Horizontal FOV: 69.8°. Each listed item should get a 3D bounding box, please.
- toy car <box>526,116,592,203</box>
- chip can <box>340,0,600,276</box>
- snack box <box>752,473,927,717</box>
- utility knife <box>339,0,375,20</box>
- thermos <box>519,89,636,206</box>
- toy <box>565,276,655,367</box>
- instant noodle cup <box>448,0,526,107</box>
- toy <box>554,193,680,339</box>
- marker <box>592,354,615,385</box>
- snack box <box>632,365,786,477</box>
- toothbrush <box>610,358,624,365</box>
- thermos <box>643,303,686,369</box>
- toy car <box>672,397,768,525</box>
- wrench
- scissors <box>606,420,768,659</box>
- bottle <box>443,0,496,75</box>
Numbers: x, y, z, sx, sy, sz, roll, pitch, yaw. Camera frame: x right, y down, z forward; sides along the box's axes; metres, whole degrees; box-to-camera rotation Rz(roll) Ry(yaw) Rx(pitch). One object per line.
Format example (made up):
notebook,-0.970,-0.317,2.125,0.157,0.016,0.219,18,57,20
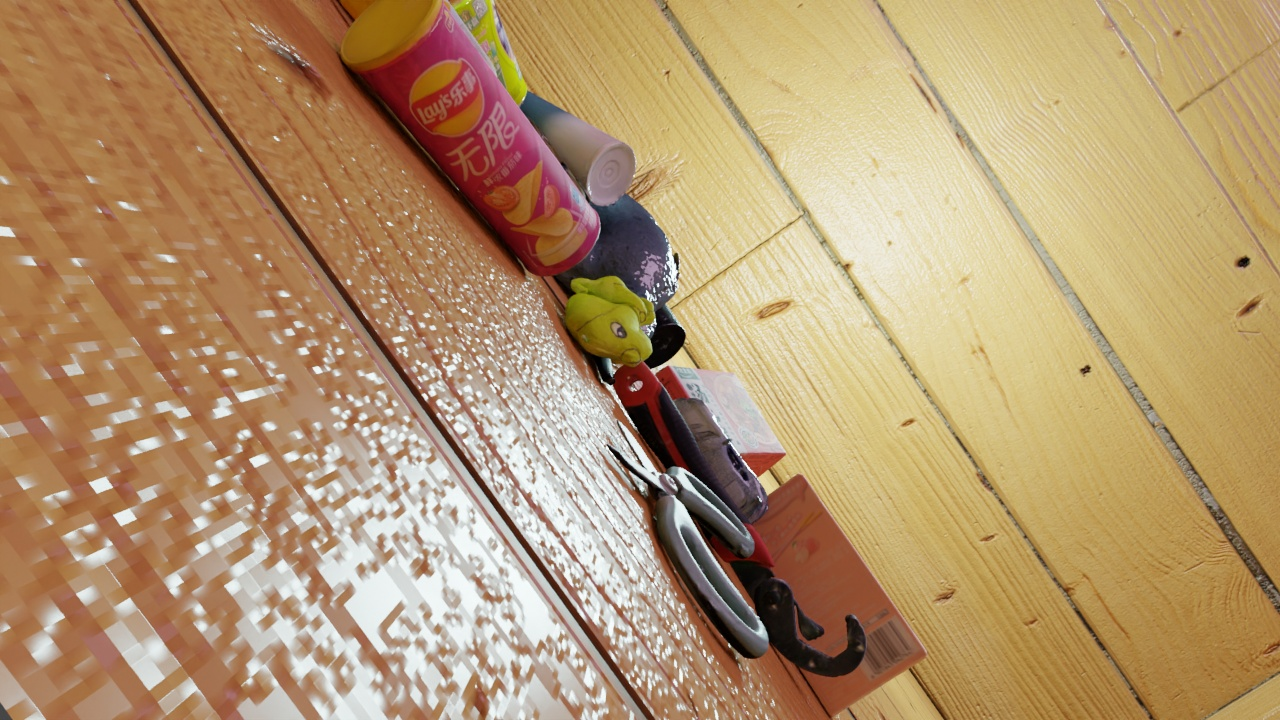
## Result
toy car,-0.101,-0.165,0.827,0.158,0.070,0.042,55,7,32
chip can,-0.105,-0.145,0.620,0.210,0.071,0.071,51,6,-47
snack box,0.131,0.171,0.682,0.157,0.084,0.026,57,8,18
utility knife,-0.185,-0.247,0.669,0.216,0.033,0.015,49,-6,10
thermos,-0.102,-0.225,0.910,0.220,0.070,0.070,35,-7,32
toy,-0.026,-0.033,0.716,0.097,0.031,0.099,36,33,17
instant noodle cup,-0.165,-0.283,0.847,0.123,0.111,0.111,61,-1,-42
toy,-0.030,-0.110,0.899,0.137,0.092,0.356,25,26,-36
marker,-0.030,-0.005,0.728,0.018,0.015,0.124,49,6,-17
snack box,0.063,0.050,0.866,0.113,0.044,0.127,6,45,-51
toothbrush,-0.005,0.005,0.896,0.190,0.016,0.016,37,33,-76
thermos,-0.027,-0.102,1.017,0.242,0.089,0.069,59,-26,32
toy car,0.050,0.079,0.701,0.120,0.054,0.037,57,3,32
wrench,0.059,0.108,0.657,0.273,0.056,0.016,52,1,22
scissors,0.042,0.109,0.556,0.170,0.019,0.171,36,16,-53
bottle,-0.192,-0.282,0.728,0.189,0.068,0.068,53,5,-20
